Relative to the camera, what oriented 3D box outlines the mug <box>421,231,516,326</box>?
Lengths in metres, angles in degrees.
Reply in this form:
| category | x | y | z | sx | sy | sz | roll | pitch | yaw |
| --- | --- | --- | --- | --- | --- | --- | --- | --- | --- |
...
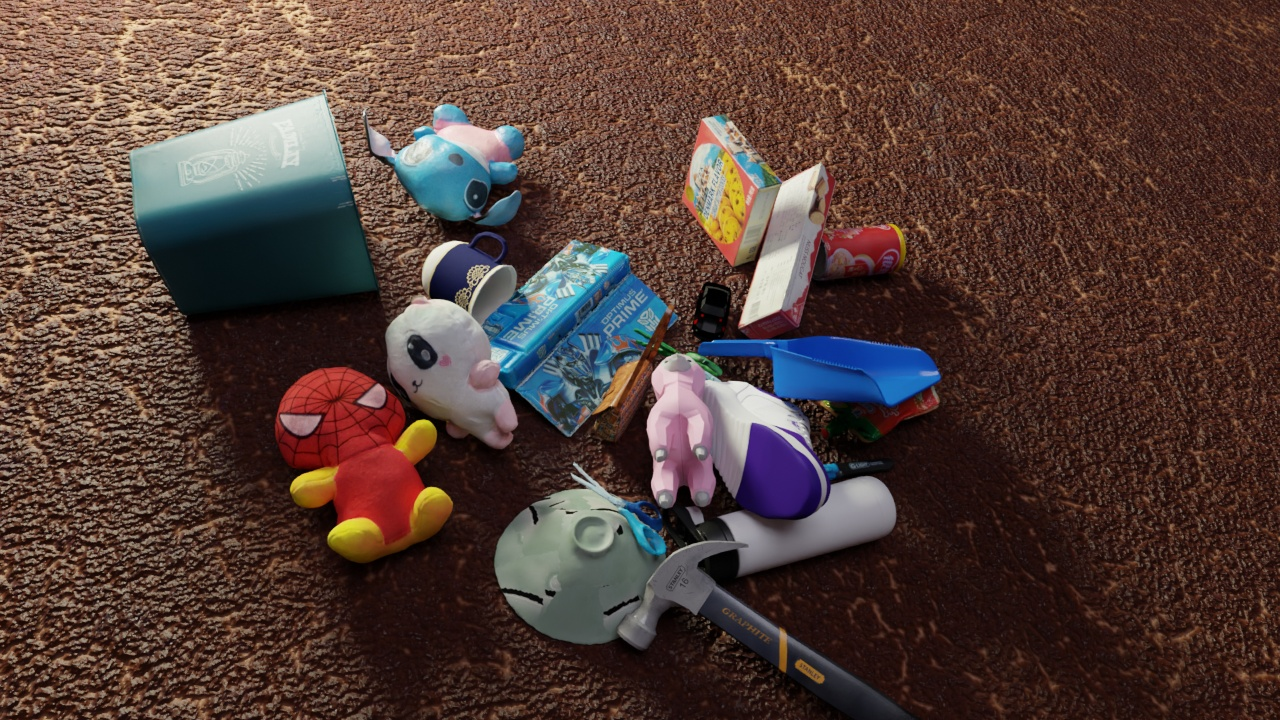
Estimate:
| category | x | y | z | sx | sy | sz | roll | pitch | yaw |
| --- | --- | --- | --- | --- | --- | --- | --- | --- | --- |
| mug | -0.203 | -0.106 | 1.085 | 0.089 | 0.112 | 0.085 | 30 | 17 | 16 |

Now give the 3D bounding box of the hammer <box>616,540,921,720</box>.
| category | x | y | z | sx | sy | sz | roll | pitch | yaw |
| --- | --- | --- | --- | --- | --- | --- | --- | --- | --- |
| hammer | 0.143 | 0.287 | 0.864 | 0.312 | 0.035 | 0.139 | 34 | 85 | 6 |

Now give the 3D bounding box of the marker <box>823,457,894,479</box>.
| category | x | y | z | sx | sy | sz | roll | pitch | yaw |
| --- | --- | --- | --- | --- | --- | --- | --- | --- | --- |
| marker | 0.236 | 0.124 | 1.049 | 0.123 | 0.015 | 0.018 | -5 | 52 | -17 |

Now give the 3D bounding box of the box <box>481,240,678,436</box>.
| category | x | y | z | sx | sy | sz | roll | pitch | yaw |
| --- | --- | --- | --- | --- | --- | --- | --- | --- | --- |
| box | -0.080 | -0.042 | 1.090 | 0.175 | 0.060 | 0.242 | 32 | 53 | 13 |

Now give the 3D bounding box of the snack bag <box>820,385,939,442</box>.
| category | x | y | z | sx | sy | sz | roll | pitch | yaw |
| --- | --- | --- | --- | --- | --- | --- | --- | --- | --- |
| snack bag | 0.280 | 0.057 | 1.103 | 0.155 | 0.044 | 0.087 | -25 | 47 | -20 |

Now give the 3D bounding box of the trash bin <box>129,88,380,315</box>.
| category | x | y | z | sx | sy | sz | roll | pitch | yaw |
| --- | --- | --- | --- | --- | --- | --- | --- | --- | --- |
| trash bin | -0.433 | -0.166 | 1.041 | 0.218 | 0.200 | 0.196 | -15 | 56 | -14 |

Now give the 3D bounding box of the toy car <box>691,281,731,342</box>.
| category | x | y | z | sx | sy | sz | roll | pitch | yaw |
| --- | --- | --- | --- | --- | --- | --- | --- | --- | --- |
| toy car | 0.091 | -0.063 | 1.155 | 0.042 | 0.036 | 0.091 | 15 | 51 | 0 |

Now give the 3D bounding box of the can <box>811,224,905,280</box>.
| category | x | y | z | sx | sy | sz | roll | pitch | yaw |
| --- | --- | --- | --- | --- | --- | --- | --- | --- | --- |
| can | 0.290 | -0.146 | 1.242 | 0.124 | 0.067 | 0.066 | -8 | 54 | -17 |

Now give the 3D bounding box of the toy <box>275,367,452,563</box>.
| category | x | y | z | sx | sy | sz | roll | pitch | yaw |
| --- | --- | --- | --- | --- | --- | --- | --- | --- | --- |
| toy | -0.281 | 0.097 | 0.913 | 0.147 | 0.099 | 0.216 | -15 | 57 | -34 |

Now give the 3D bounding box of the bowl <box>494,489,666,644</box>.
| category | x | y | z | sx | sy | sz | roll | pitch | yaw |
| --- | --- | --- | --- | --- | --- | --- | --- | --- | --- |
| bowl | -0.053 | 0.187 | 0.907 | 0.174 | 0.068 | 0.173 | 7 | 51 | -9 |

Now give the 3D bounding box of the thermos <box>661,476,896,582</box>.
| category | x | y | z | sx | sy | sz | roll | pitch | yaw |
| --- | --- | --- | --- | --- | --- | --- | --- | --- | --- |
| thermos | 0.147 | 0.167 | 0.968 | 0.229 | 0.069 | 0.101 | -11 | 42 | -18 |

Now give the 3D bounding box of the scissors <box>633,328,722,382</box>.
| category | x | y | z | sx | sy | sz | roll | pitch | yaw |
| --- | --- | --- | --- | --- | --- | --- | --- | --- | --- |
| scissors | 0.046 | -0.001 | 1.081 | 0.132 | 0.108 | 0.012 | 23 | 75 | 32 |

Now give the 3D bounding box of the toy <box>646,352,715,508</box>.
| category | x | y | z | sx | sy | sz | roll | pitch | yaw |
| --- | --- | --- | --- | --- | --- | --- | --- | --- | --- |
| toy | 0.043 | 0.072 | 0.967 | 0.067 | 0.123 | 0.157 | -3 | 34 | 3 |

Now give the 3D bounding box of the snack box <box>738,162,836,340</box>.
| category | x | y | z | sx | sy | sz | roll | pitch | yaw |
| --- | --- | --- | --- | --- | --- | --- | --- | --- | --- |
| snack box | 0.195 | -0.143 | 1.195 | 0.044 | 0.077 | 0.272 | 39 | 51 | -26 |

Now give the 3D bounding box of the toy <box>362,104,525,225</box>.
| category | x | y | z | sx | sy | sz | roll | pitch | yaw |
| --- | --- | --- | --- | --- | --- | --- | --- | --- | --- |
| toy | -0.252 | -0.267 | 1.208 | 0.224 | 0.099 | 0.190 | 28 | 45 | -7 |

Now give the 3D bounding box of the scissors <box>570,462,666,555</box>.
| category | x | y | z | sx | sy | sz | roll | pitch | yaw |
| --- | --- | --- | --- | --- | --- | --- | --- | --- | --- |
| scissors | -0.023 | 0.141 | 0.932 | 0.135 | 0.016 | 0.083 | 41 | 19 | -6 |

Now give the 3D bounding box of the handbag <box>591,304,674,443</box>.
| category | x | y | z | sx | sy | sz | roll | pitch | yaw |
| --- | --- | --- | --- | --- | --- | --- | --- | --- | --- |
| handbag | -0.006 | 0.006 | 0.978 | 0.043 | 0.196 | 0.093 | 30 | 49 | 5 |

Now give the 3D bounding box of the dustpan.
| category | x | y | z | sx | sy | sz | roll | pitch | yaw |
| --- | --- | --- | --- | --- | --- | --- | --- | --- | --- |
| dustpan | 0.187 | 0.006 | 1.053 | 0.258 | 0.059 | 0.245 | 0 | 6 | 30 |

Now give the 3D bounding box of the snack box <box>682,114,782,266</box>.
| category | x | y | z | sx | sy | sz | roll | pitch | yaw |
| --- | --- | --- | --- | --- | --- | --- | --- | --- | --- |
| snack box | 0.117 | -0.225 | 1.220 | 0.040 | 0.143 | 0.145 | -19 | 58 | -23 |

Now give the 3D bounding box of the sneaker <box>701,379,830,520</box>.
| category | x | y | z | sx | sy | sz | roll | pitch | yaw |
| --- | --- | --- | --- | --- | --- | --- | --- | --- | --- |
| sneaker | 0.143 | 0.092 | 0.977 | 0.111 | 0.092 | 0.244 | 4 | 22 | -28 |

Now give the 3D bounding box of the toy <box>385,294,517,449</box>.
| category | x | y | z | sx | sy | sz | roll | pitch | yaw |
| --- | --- | --- | --- | --- | --- | --- | --- | --- | --- |
| toy | -0.196 | 0.018 | 0.975 | 0.179 | 0.139 | 0.101 | 48 | 40 | 13 |
